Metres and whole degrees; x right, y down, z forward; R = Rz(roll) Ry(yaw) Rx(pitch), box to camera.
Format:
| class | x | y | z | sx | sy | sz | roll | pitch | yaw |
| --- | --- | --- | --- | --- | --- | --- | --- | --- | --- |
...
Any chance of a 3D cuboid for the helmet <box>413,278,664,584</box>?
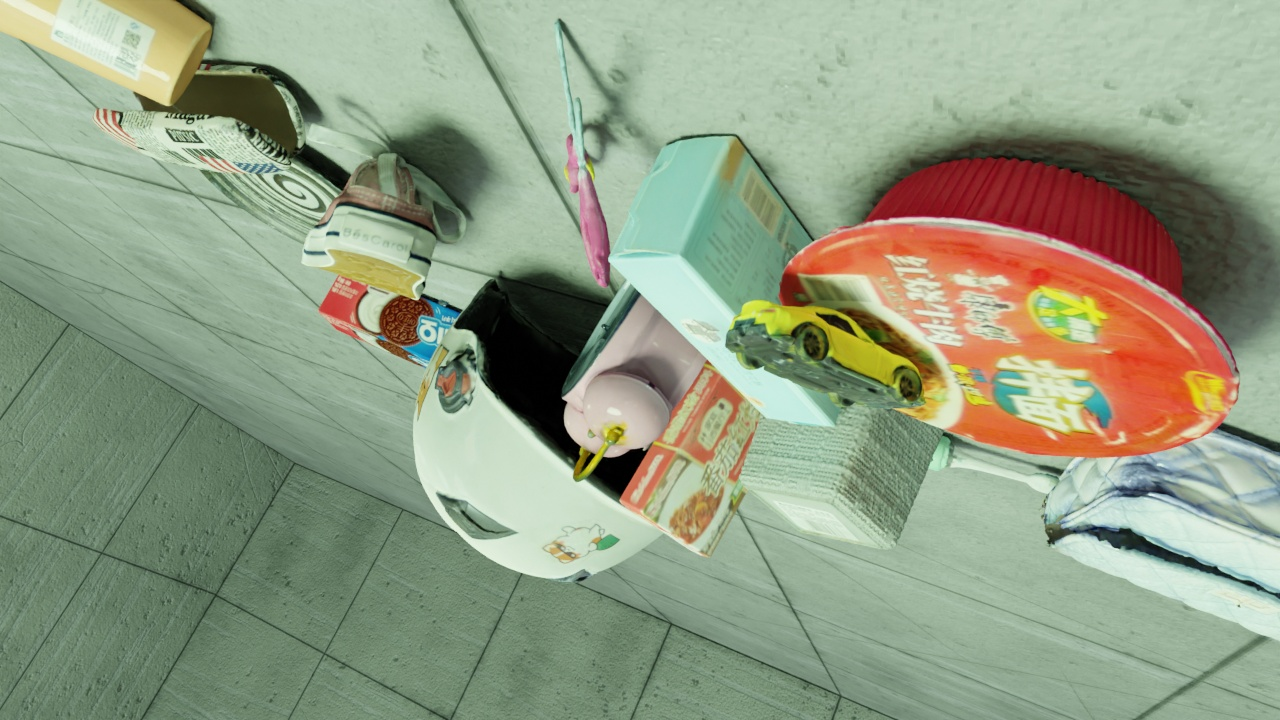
| class | x | y | z | sx | sy | sz | roll | pitch | yaw |
| --- | --- | --- | --- | --- | --- | --- | --- | --- | --- |
| helmet | -0.089 | 0.075 | 0.728 | 0.230 | 0.157 | 0.273 | 35 | -164 | -33 |

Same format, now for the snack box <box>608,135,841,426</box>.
| class | x | y | z | sx | sy | sz | roll | pitch | yaw |
| --- | --- | --- | --- | --- | --- | --- | --- | --- | --- |
| snack box | 0.061 | -0.037 | 0.503 | 0.052 | 0.074 | 0.175 | 4 | 152 | 44 |

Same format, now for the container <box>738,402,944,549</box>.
| class | x | y | z | sx | sy | sz | roll | pitch | yaw |
| --- | --- | --- | --- | --- | --- | --- | --- | --- | --- |
| container | 0.129 | 0.049 | 0.580 | 0.090 | 0.114 | 0.090 | 2 | 149 | 49 |

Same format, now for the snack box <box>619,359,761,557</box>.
| class | x | y | z | sx | sy | sz | roll | pitch | yaw |
| --- | --- | --- | --- | --- | --- | --- | --- | --- | --- |
| snack box | 0.054 | 0.048 | 0.614 | 0.075 | 0.152 | 0.025 | 40 | 166 | -36 |

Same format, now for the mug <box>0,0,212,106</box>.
| class | x | y | z | sx | sy | sz | roll | pitch | yaw |
| --- | --- | --- | --- | --- | --- | --- | --- | --- | --- |
| mug | -0.330 | -0.211 | 0.551 | 0.122 | 0.078 | 0.078 | 28 | 161 | -22 |

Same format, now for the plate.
| class | x | y | z | sx | sy | sz | roll | pitch | yaw |
| --- | --- | --- | --- | --- | --- | --- | --- | --- | --- |
| plate | -0.286 | -0.139 | 0.753 | 0.179 | 0.024 | 0.180 | 21 | 160 | 8 |

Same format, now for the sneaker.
| class | x | y | z | sx | sy | sz | roll | pitch | yaw |
| --- | --- | --- | --- | --- | --- | --- | --- | --- | --- |
| sneaker | -0.177 | -0.097 | 0.628 | 0.118 | 0.087 | 0.241 | 18 | 175 | -20 |

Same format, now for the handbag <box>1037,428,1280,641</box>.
| class | x | y | z | sx | sy | sz | roll | pitch | yaw |
| --- | --- | --- | --- | --- | --- | --- | --- | --- | --- |
| handbag | 0.345 | 0.108 | 0.523 | 0.194 | 0.075 | 0.134 | 22 | 161 | 13 |

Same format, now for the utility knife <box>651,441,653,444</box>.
| class | x | y | z | sx | sy | sz | roll | pitch | yaw |
| --- | --- | --- | --- | --- | --- | --- | --- | --- | --- |
| utility knife | 0.033 | 0.066 | 0.774 | 0.031 | 0.022 | 0.220 | 44 | -166 | 10 |

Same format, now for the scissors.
| class | x | y | z | sx | sy | sz | roll | pitch | yaw |
| --- | --- | --- | --- | --- | --- | --- | --- | --- | --- |
| scissors | -0.029 | -0.095 | 0.457 | 0.017 | 0.130 | 0.133 | -10 | 175 | -4 |

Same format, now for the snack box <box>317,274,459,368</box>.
| class | x | y | z | sx | sy | sz | roll | pitch | yaw |
| --- | --- | --- | --- | --- | --- | --- | --- | --- | --- |
| snack box | -0.205 | -0.025 | 0.893 | 0.207 | 0.058 | 0.057 | 22 | 164 | 9 |

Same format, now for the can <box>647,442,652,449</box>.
| class | x | y | z | sx | sy | sz | roll | pitch | yaw |
| --- | --- | --- | --- | --- | --- | --- | --- | --- | --- |
| can | 0.028 | 0.102 | 0.897 | 0.058 | 0.058 | 0.147 | 21 | 170 | 13 |

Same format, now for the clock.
| class | x | y | z | sx | sy | sz | roll | pitch | yaw |
| --- | --- | --- | --- | --- | --- | --- | --- | --- | --- |
| clock | -0.003 | 0.003 | 0.562 | 0.060 | 0.158 | 0.117 | 33 | 162 | -8 |

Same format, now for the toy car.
| class | x | y | z | sx | sy | sz | roll | pitch | yaw |
| --- | --- | --- | --- | --- | --- | --- | --- | --- | --- |
| toy car | 0.089 | -0.002 | 0.429 | 0.105 | 0.032 | 0.048 | 23 | 164 | -27 |

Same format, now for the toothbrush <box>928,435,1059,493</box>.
| class | x | y | z | sx | sy | sz | roll | pitch | yaw |
| --- | --- | --- | --- | --- | --- | --- | --- | --- | --- |
| toothbrush | 0.189 | 0.059 | 0.666 | 0.225 | 0.026 | 0.027 | 16 | -162 | 26 |

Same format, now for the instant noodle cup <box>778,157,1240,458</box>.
| class | x | y | z | sx | sy | sz | roll | pitch | yaw |
| --- | --- | --- | --- | --- | --- | --- | --- | --- | --- |
| instant noodle cup | 0.163 | -0.027 | 0.418 | 0.194 | 0.065 | 0.194 | 22 | 160 | 8 |

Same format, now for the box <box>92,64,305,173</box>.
| class | x | y | z | sx | sy | sz | roll | pitch | yaw |
| --- | --- | --- | --- | --- | --- | --- | --- | --- | --- |
| box | -0.304 | -0.153 | 0.624 | 0.164 | 0.083 | 0.075 | 11 | 136 | 25 |
